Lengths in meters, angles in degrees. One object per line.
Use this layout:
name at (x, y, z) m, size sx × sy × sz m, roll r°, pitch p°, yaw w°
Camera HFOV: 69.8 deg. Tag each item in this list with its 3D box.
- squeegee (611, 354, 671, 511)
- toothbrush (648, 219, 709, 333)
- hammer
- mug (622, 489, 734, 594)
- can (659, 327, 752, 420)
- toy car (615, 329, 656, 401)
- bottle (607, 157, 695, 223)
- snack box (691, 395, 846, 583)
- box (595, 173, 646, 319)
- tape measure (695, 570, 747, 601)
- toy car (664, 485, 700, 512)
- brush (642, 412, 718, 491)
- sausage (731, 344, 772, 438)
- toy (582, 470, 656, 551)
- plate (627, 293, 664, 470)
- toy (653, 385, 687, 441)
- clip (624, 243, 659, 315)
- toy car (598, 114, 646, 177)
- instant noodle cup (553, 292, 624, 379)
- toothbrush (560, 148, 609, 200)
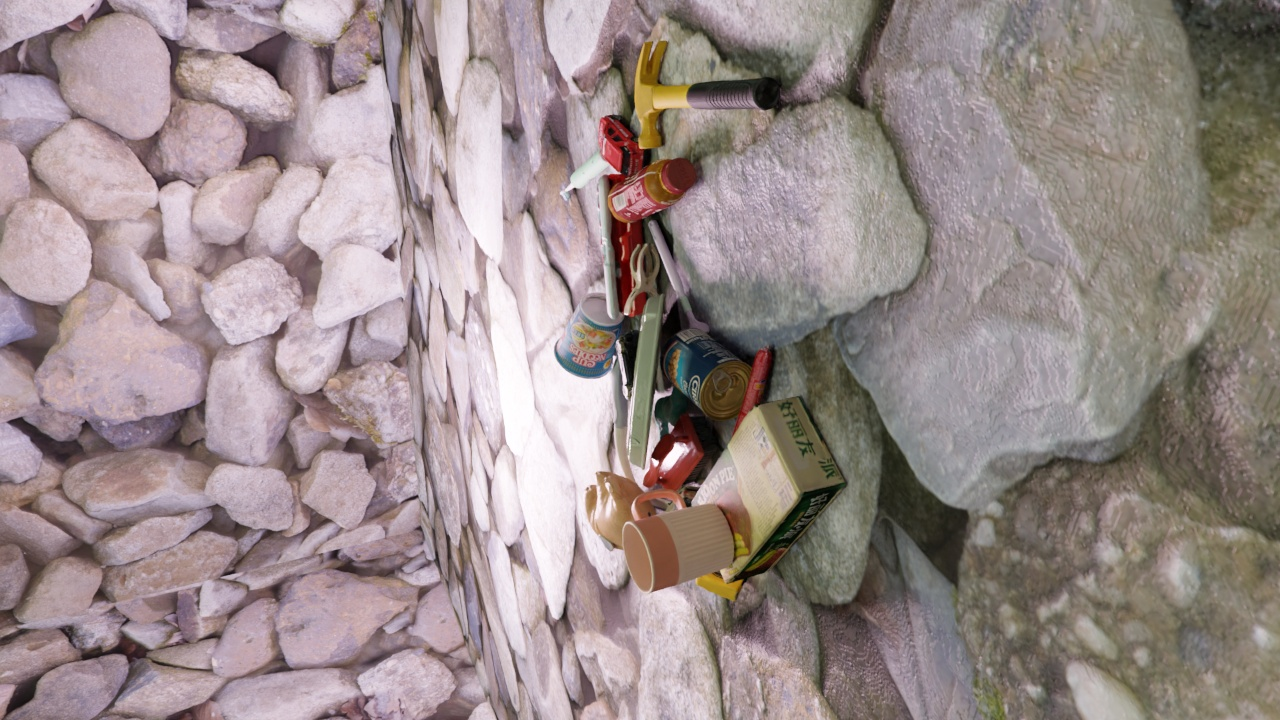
squeegee at (-0.023, 0.110, 1.416) m, size 0.247 × 0.039 × 0.246 m, roll 177°, pitch 83°, yaw -67°
toothbrush at (0.046, -0.108, 1.187) m, size 0.029 × 0.021 × 0.189 m, roll -34°, pitch 61°, yaw 24°
hammer at (0.064, -0.301, 1.041) m, size 0.301 × 0.032 × 0.129 m, roll -150°, pitch 52°, yaw -61°
mug at (0.038, 0.202, 1.064) m, size 0.082 × 0.105 × 0.114 m, roll 109°, pitch 143°, yaw -51°
can at (0.078, 0.014, 1.091) m, size 0.111 × 0.075 × 0.075 m, roll -137°, pitch 42°, yaw -55°
toy car at (-0.008, 0.008, 1.324) m, size 0.031 × 0.048 × 0.105 m, roll 0°, pitch 99°, yaw 64°
bottle at (0.015, -0.216, 1.160) m, size 0.175 × 0.057 × 0.057 m, roll 175°, pitch 85°, yaw -67°
snack box at (0.135, 0.152, 1.035) m, size 0.241 × 0.063 × 0.114 m, roll 112°, pitch 142°, yaw -52°
box at (-0.041, -0.162, 1.302) m, size 0.090 × 0.068 × 0.201 m, roll -150°, pitch 52°, yaw -62°
tape measure at (0.104, 0.278, 1.170) m, size 0.060 × 0.057 × 0.029 m, roll 18°, pitch 122°, yaw 19°
toy car at (0.060, 0.203, 1.261) m, size 0.091 × 0.042 × 0.035 m, roll 121°, pitch 156°, yaw -51°
brush at (0.046, 0.131, 1.226) m, size 0.146 × 0.069 × 0.063 m, roll 115°, pitch 139°, yaw -54°
sausage at (0.126, 0.050, 1.048) m, size 0.020 × 0.020 × 0.156 m, roll 51°, pitch 136°, yaw 48°
toy at (-0.023, 0.226, 1.372) m, size 0.143 × 0.082 × 0.226 m, roll 40°, pitch 157°, yaw 5°
plate at (0.007, 0.027, 1.187) m, size 0.230 × 0.027 × 0.230 m, roll 12°, pitch -95°, yaw -88°
toy at (0.040, 0.073, 1.260) m, size 0.092 × 0.030 × 0.096 m, roll 160°, pitch 115°, yaw -70°
clip at (0.009, -0.110, 1.253) m, size 0.034 × 0.064 × 0.098 m, roll -173°, pitch 81°, yaw -65°
toy car at (-0.030, -0.293, 1.250) m, size 0.120 × 0.045 × 0.053 m, roll -123°, pitch 33°, yaw -46°
instant noodle cup at (-0.074, -0.043, 1.408) m, size 0.099 × 0.099 × 0.110 m, roll 63°, pitch 145°, yaw 34°
toothbrush at (-0.086, -0.284, 1.406) m, size 0.027 × 0.026 × 0.225 m, roll 59°, pitch 158°, yaw -8°
